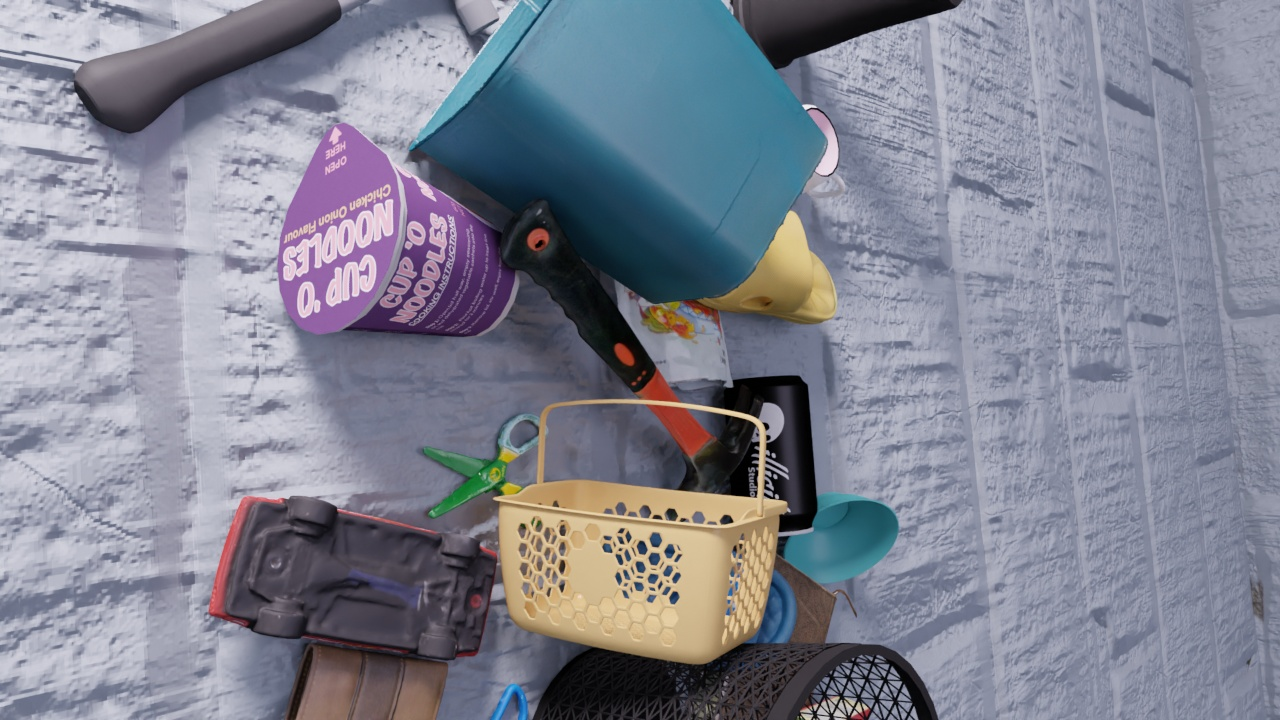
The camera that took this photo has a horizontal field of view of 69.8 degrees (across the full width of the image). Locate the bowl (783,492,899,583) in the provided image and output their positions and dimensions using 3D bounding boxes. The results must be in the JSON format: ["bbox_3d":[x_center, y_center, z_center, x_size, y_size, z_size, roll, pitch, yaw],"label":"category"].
[{"bbox_3d":[0.197,0.170,0.938,0.121,0.121,0.046,39,19,-34],"label":"bowl"}]

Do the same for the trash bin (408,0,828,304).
[{"bbox_3d":[-0.008,-0.166,0.655,0.218,0.197,0.199,38,74,-23],"label":"trash bin"}]

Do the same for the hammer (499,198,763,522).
[{"bbox_3d":[-0.004,0.004,0.706,0.133,0.033,0.333,-45,133,-6],"label":"hammer"}]

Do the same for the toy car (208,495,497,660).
[{"bbox_3d":[-0.174,0.142,0.588,0.189,0.056,0.081,26,65,-41],"label":"toy car"}]

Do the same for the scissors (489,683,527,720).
[{"bbox_3d":[-0.123,0.284,0.649,0.129,0.013,0.125,44,57,-26],"label":"scissors"}]

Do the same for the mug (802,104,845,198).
[{"bbox_3d":[0.164,-0.206,0.953,0.124,0.076,0.090,36,61,-35],"label":"mug"}]

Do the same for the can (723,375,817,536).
[{"bbox_3d":[0.123,0.089,0.870,0.080,0.080,0.146,0,84,-44],"label":"can"}]

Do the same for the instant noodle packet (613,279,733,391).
[{"bbox_3d":[0.024,-0.108,0.823,0.146,0.057,0.269,1,79,-46],"label":"instant noodle packet"}]

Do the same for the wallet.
[{"bbox_3d":[-0.181,0.247,0.583,0.098,0.027,0.121,23,69,-35],"label":"wallet"}]

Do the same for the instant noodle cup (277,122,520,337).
[{"bbox_3d":[-0.151,-0.073,0.611,0.121,0.122,0.136,15,65,-52],"label":"instant noodle cup"}]

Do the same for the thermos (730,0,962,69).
[{"bbox_3d":[0.206,-0.365,0.923,0.105,0.219,0.106,0,89,-51],"label":"thermos"}]

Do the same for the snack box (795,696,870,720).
[{"bbox_3d":[0.166,0.398,0.858,0.142,0.040,0.145,21,80,-59],"label":"snack box"}]

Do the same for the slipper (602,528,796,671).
[{"bbox_3d":[0.050,0.203,0.778,0.213,0.059,0.103,22,69,-25],"label":"slipper"}]

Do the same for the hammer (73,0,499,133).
[{"bbox_3d":[-0.226,-0.234,0.609,0.309,0.030,0.125,-45,115,-38],"label":"hammer"}]

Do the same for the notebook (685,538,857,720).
[{"bbox_3d":[0.131,0.304,0.881,0.190,0.035,0.215,38,60,-35],"label":"notebook"}]

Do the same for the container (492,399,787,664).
[{"bbox_3d":[-0.002,0.112,0.654,0.129,0.184,0.167,6,87,-61],"label":"container"}]

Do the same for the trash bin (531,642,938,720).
[{"bbox_3d":[0.055,0.302,0.658,0.216,0.244,0.217,8,79,-44],"label":"trash bin"}]

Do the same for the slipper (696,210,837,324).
[{"bbox_3d":[0.126,-0.093,0.856,0.263,0.079,0.099,12,61,-51],"label":"slipper"}]

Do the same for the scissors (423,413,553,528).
[{"bbox_3d":[-0.110,0.078,0.691,0.129,0.012,0.116,31,63,-39],"label":"scissors"}]
